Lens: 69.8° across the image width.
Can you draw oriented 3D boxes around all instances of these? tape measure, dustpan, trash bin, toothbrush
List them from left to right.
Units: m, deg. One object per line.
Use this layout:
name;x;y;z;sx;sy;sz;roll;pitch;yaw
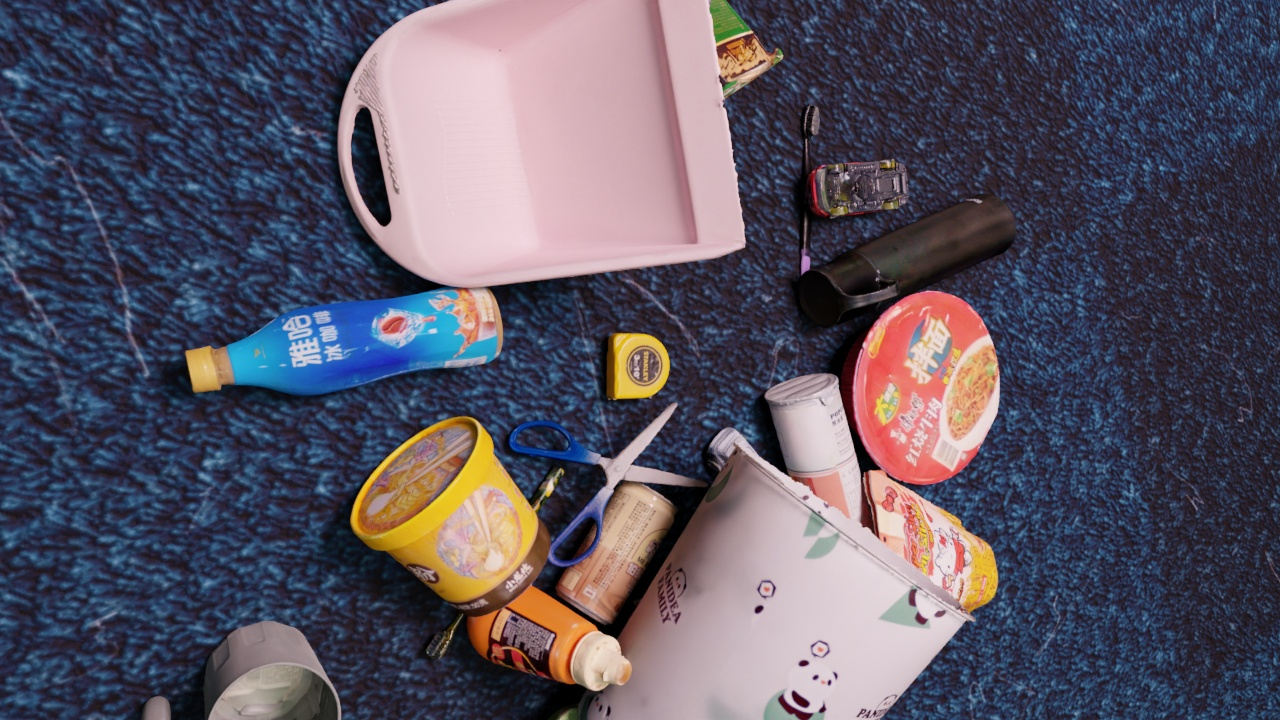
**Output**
toothbrush;-0.119;0.165;0.761;0.185;0.012;0.017;-56;157;-14
dustpan;-0.080;-0.159;0.659;0.138;0.274;0.222;-17;97;-51
tape measure;-0.005;0.005;0.805;0.057;0.029;0.060;-1;93;-27
trash bin;0.096;0.232;0.733;0.229;0.229;0.252;34;92;-25
toothbrush;0.164;-0.155;0.893;0.014;0.017;0.189;-1;95;-29

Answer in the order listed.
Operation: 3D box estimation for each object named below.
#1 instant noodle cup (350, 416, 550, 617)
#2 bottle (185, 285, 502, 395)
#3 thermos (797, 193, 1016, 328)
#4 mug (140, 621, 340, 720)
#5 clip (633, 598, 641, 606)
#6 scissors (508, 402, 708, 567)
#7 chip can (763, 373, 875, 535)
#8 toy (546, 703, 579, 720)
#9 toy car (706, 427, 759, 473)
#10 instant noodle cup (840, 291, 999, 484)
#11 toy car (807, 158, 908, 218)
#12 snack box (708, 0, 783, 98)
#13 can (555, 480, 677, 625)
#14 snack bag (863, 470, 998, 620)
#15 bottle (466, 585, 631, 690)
instant noodle cup;-0.137;0.123;0.699;0.118;0.119;0.114;-45;120;-18
bottle;-0.213;-0.012;0.675;0.218;0.065;0.065;-11;98;-26
thermos;0.275;-0.097;0.910;0.242;0.090;0.068;-24;116;-26
mug;-0.278;0.239;0.633;0.123;0.103;0.084;-11;98;-26
clip;0.043;0.229;0.843;0.099;0.035;0.070;-15;100;-18
scissors;-0.032;0.097;0.766;0.176;0.012;0.162;21;77;-1
chip can;0.182;0.124;0.886;0.071;0.071;0.215;-23;103;-25
toy;-0.049;0.405;0.772;0.226;0.090;0.246;2;89;-28
toy car;0.100;0.103;0.864;0.042;0.034;0.090;-47;113;-21
instant noodle cup;0.274;0.027;0.932;0.193;0.066;0.194;-1;92;-27
toy car;0.210;-0.167;0.899;0.120;0.045;0.053;-10;96;-33
snack box;0.029;-0.253;0.751;0.105;0.118;0.118;57;39;-10
can;-0.020;0.164;0.789;0.058;0.059;0.116;38;76;-24
snack bag;0.279;0.192;0.907;0.207;0.073;0.128;26;61;-44
bottle;-0.068;0.218;0.713;0.066;0.150;0.067;-14;109;-49
